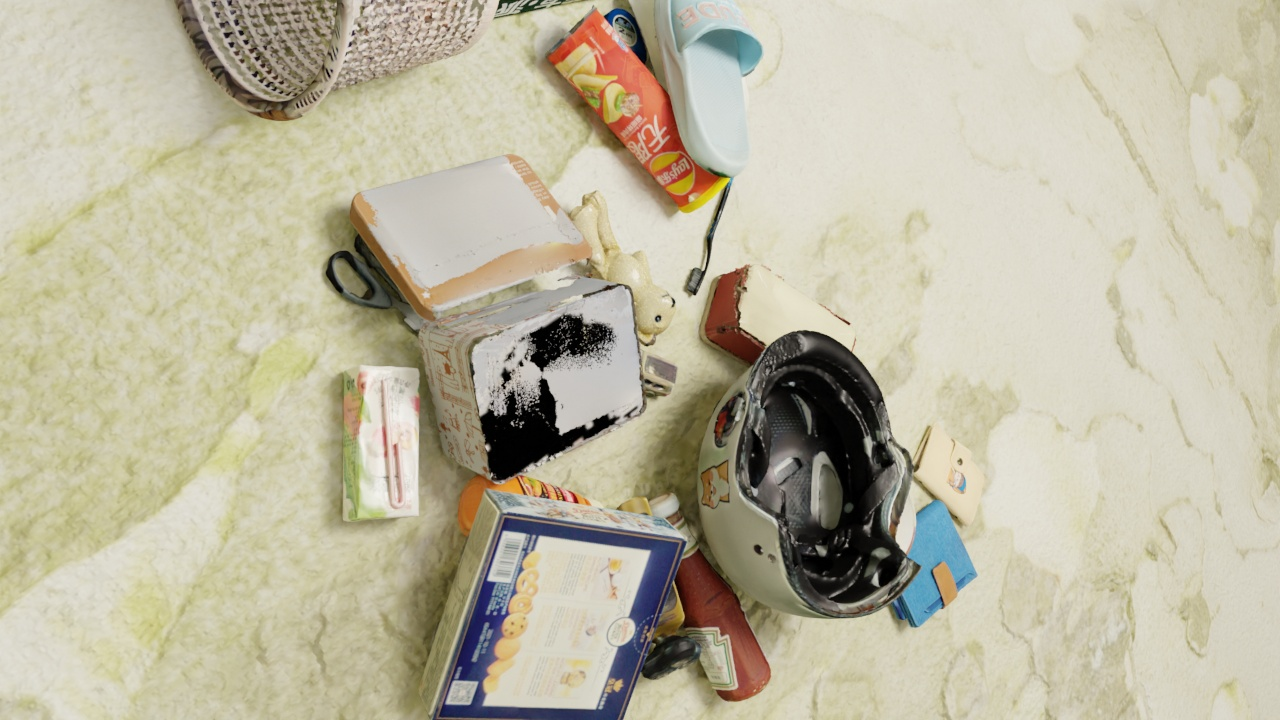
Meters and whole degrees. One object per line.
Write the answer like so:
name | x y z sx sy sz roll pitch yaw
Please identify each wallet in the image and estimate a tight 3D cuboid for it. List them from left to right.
wallet | 0.335 0.239 1.080 0.132 0.040 0.106 -24 89 -35
wallet | 0.389 0.139 1.147 0.115 0.024 0.087 41 59 -19

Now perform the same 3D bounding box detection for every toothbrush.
toothbrush | 0.081 -0.151 1.003 0.016 0.014 0.189 20 66 -4

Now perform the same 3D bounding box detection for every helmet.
helmet | 0.144 0.123 0.900 0.229 0.157 0.273 17 56 -33

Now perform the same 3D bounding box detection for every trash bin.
trash bin | -0.224 -0.313 0.719 0.191 0.228 0.227 -26 95 -48

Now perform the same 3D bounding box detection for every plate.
plate | 0.066 -0.349 1.009 0.163 0.034 0.164 -18 89 -45

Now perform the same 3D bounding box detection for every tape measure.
tape measure | -0.020 -0.340 0.965 0.058 0.025 0.054 12 68 -42

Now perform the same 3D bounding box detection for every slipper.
slipper | 0.076 -0.301 0.919 0.104 0.074 0.245 9 67 -41

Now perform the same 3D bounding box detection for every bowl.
bowl | 0.243 0.173 1.014 0.113 0.062 0.113 9 74 -34

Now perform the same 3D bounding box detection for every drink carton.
drink carton | -0.207 0.066 0.735 0.053 0.046 0.122 5 78 -35

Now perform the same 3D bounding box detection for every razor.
razor | 0.013 0.207 0.842 0.062 0.068 0.167 -14 89 -24

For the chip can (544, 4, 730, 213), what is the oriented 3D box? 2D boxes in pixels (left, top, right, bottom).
chip can | 0.001 -0.251 0.933 0.216 0.073 0.073 46 58 -17

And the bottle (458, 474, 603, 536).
bottle | -0.083 0.136 0.801 0.149 0.067 0.066 15 71 -39

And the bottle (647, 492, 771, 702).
bottle | 0.060 0.225 0.880 0.059 0.060 0.206 -29 96 -36

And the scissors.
scissors | -0.198 -0.029 0.786 0.135 0.014 0.175 -11 89 -37

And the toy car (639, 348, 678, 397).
toy car | -0.005 0.005 0.896 0.090 0.035 0.042 21 68 -27

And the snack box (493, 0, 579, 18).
snack box | -0.116 -0.405 0.889 0.239 0.063 0.114 -27 95 -35

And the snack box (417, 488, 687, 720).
snack box | -0.070 0.209 0.757 0.182 0.046 0.178 16 97 -32

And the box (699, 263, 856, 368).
box | 0.157 -0.033 0.988 0.168 0.080 0.091 29 66 -27

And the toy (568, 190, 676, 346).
toy | -0.018 -0.090 0.888 0.157 0.066 0.104 58 38 -20

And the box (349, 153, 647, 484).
box | -0.111 -0.046 0.780 0.178 0.126 0.273 -24 93 -37
